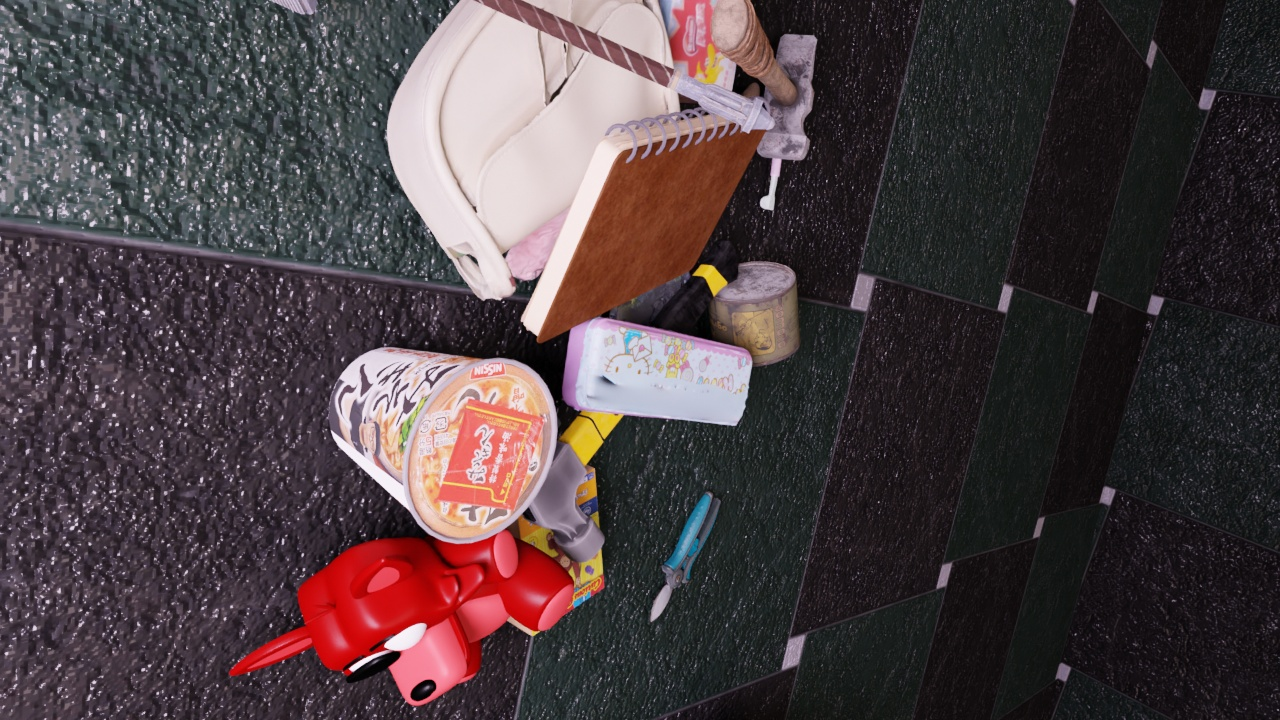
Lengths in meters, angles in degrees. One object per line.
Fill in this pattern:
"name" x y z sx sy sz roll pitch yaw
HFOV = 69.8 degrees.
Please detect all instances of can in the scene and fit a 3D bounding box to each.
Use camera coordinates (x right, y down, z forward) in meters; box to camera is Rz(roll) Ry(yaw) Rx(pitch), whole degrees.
"can" 0.112 -0.047 0.916 0.089 0.090 0.075 -35 128 -37

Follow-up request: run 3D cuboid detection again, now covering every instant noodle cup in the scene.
"instant noodle cup" -0.144 0.045 0.629 0.123 0.122 0.124 -20 117 -44

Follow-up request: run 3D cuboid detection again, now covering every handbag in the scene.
"handbag" -0.057 -0.175 0.614 0.228 0.132 0.184 -41 112 -24

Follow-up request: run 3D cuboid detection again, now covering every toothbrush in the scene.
"toothbrush" 0.143 -0.233 0.943 0.022 0.015 0.155 -4 106 -51

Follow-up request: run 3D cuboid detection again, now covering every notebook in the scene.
"notebook" 0.012 -0.112 0.684 0.224 0.024 0.168 -31 154 -52

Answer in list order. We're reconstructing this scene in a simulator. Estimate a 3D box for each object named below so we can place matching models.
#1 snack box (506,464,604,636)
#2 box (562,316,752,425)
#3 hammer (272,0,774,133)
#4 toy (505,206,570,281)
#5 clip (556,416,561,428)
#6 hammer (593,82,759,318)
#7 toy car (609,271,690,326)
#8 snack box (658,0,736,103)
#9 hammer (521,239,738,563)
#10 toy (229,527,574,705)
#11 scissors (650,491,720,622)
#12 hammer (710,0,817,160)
"snack box" -0.081 0.161 0.806 0.088 0.040 0.126 -25 121 -42
"box" 0.021 0.012 0.776 0.213 0.033 0.076 10 89 -48
"hammer" -0.070 -0.201 0.525 0.322 0.044 0.098 23 84 -6
"toy" -0.069 -0.111 0.718 0.108 0.053 0.105 -13 124 -49
"clip" -0.098 0.071 0.770 0.075 0.023 0.044 -53 135 -25
"hammer" 0.021 -0.151 0.805 0.330 0.031 0.120 -54 167 -32
"toy car" 0.008 -0.052 0.837 0.105 0.033 0.048 -35 125 -38
"snack box" 0.025 -0.264 0.745 0.094 0.080 0.093 0 103 -49
"hammer" -0.005 0.005 0.793 0.323 0.034 0.170 -51 131 -28
"toy" -0.158 0.178 0.649 0.159 0.120 0.197 -34 158 21
"scissors" 0.050 0.213 0.993 0.137 0.019 0.136 -14 113 -47
"hammer" 0.107 -0.248 0.777 0.318 0.049 0.121 -16 114 -72
